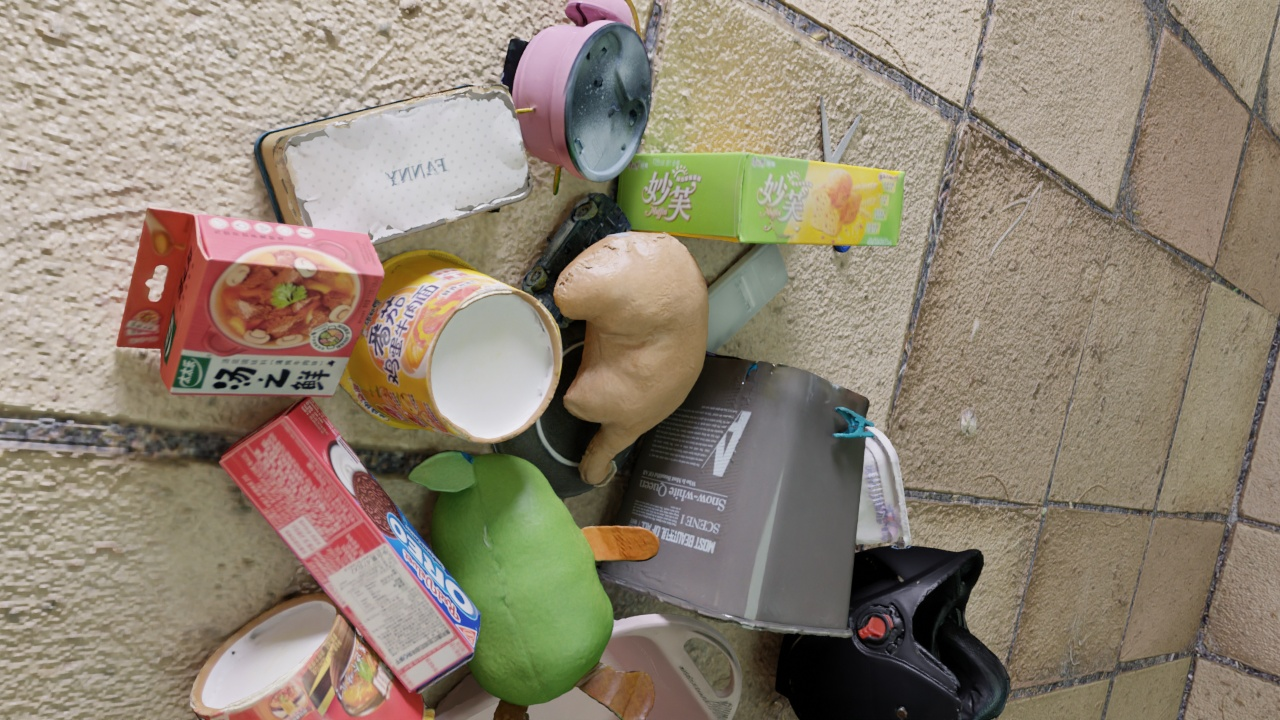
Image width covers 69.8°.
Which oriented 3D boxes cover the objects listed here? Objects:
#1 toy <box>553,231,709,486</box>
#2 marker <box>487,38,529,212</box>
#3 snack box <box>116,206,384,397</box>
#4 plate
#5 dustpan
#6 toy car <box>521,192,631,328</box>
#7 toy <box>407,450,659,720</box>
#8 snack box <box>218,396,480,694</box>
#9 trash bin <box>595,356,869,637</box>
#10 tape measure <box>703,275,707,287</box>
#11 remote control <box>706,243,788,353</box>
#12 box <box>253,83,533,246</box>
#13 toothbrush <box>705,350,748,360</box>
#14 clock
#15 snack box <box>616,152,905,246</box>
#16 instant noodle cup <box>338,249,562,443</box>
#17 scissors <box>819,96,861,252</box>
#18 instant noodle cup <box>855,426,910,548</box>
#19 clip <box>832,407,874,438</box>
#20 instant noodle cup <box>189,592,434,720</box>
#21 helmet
[{"bbox_3d":[-0.005,0.004,0.757,0.143,0.082,0.226,-13,117,-26],"label":"toy"},{"bbox_3d":[-0.104,-0.178,0.701,0.022,0.020,0.132,10,94,-47],"label":"marker"},{"bbox_3d":[-0.238,-0.030,0.559,0.127,0.044,0.113,2,135,-38],"label":"snack box"},{"bbox_3d":[-0.050,0.036,0.797,0.179,0.024,0.179,-11,107,-40],"label":"plate"},{"bbox_3d":[-0.048,0.327,0.792,0.272,0.139,0.222,-49,128,-22],"label":"dustpan"},{"bbox_3d":[-0.054,-0.083,0.755,0.054,0.037,0.120,44,72,-39],"label":"toy car"},{"bbox_3d":[-0.091,0.180,0.709,0.227,0.090,0.246,-19,84,-1],"label":"toy"},{"bbox_3d":[-0.190,0.126,0.621,0.058,0.057,0.207,-33,103,3],"label":"snack box"},{"bbox_3d":[0.096,0.120,0.841,0.198,0.199,0.219,19,81,-44],"label":"trash bin"},{"bbox_3d":[0.034,-0.061,0.836,0.057,0.039,0.057,-31,119,-32],"label":"tape measure"},{"bbox_3d":[0.093,-0.062,0.901,0.135,0.020,0.056,-43,124,-23],"label":"remote control"},{"bbox_3d":[-0.168,-0.128,0.621,0.184,0.059,0.090,-20,113,-27],"label":"box"},{"bbox_3d":[0.057,-0.006,0.863,0.188,0.014,0.017,16,112,-43],"label":"toothbrush"},{"bbox_3d":[-0.037,-0.214,0.706,0.158,0.060,0.117,-60,151,-21],"label":"clock"},{"bbox_3d":[0.105,-0.139,0.800,0.209,0.158,0.070,-4,102,-41],"label":"snack box"},{"bbox_3d":[-0.130,-0.005,0.659,0.137,0.110,0.138,-12,109,-38],"label":"instant noodle cup"},{"bbox_3d":[0.197,-0.187,0.969,0.175,0.012,0.162,-48,126,-24],"label":"scissors"},{"bbox_3d":[0.203,0.114,0.956,0.060,0.173,0.138,-23,117,-12],"label":"instant noodle cup"},{"bbox_3d":[0.186,0.058,0.800,0.055,0.013,0.038,17,77,-41],"label":"clip"},{"bbox_3d":[-0.227,0.235,0.622,0.137,0.138,0.108,-38,114,-29],"label":"instant noodle cup"},{"bbox_3d":[0.276,0.320,1.015,0.233,0.230,0.274,18,89,-57],"label":"helmet"}]
